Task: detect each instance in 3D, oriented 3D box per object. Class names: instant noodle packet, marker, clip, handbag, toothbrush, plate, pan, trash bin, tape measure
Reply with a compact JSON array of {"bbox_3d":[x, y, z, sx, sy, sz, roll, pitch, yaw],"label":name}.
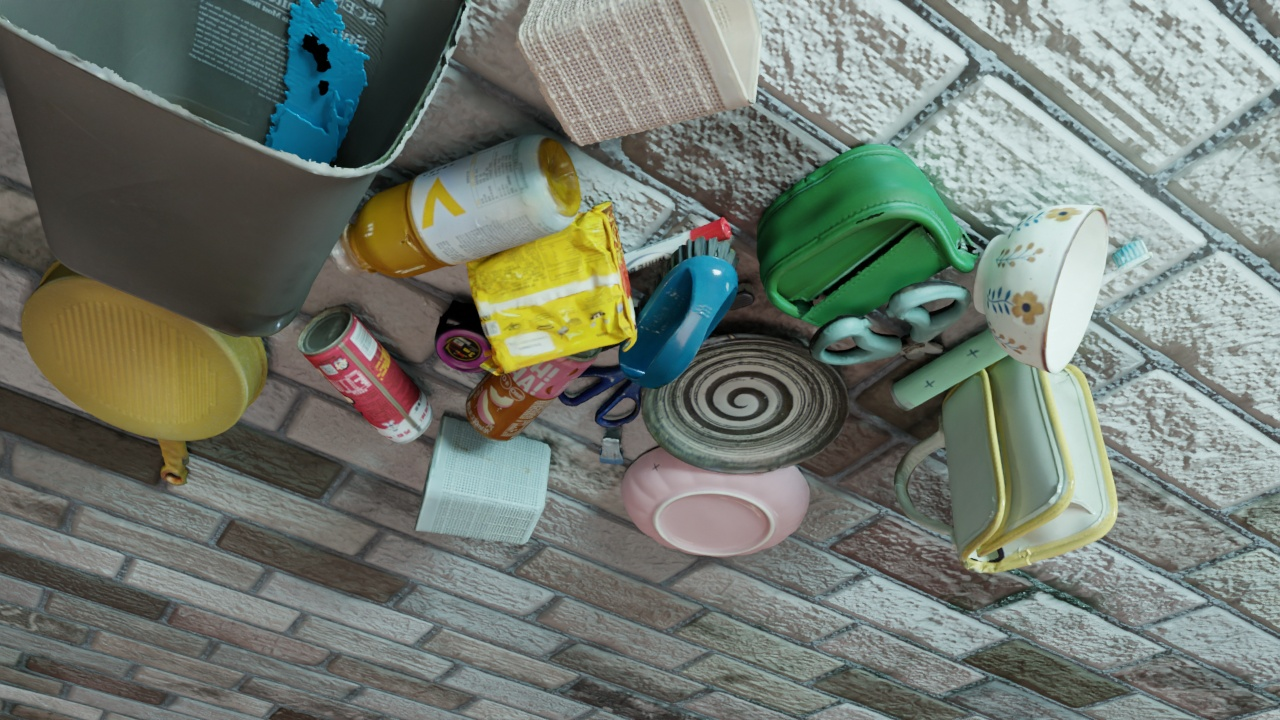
[{"bbox_3d":[-0.070,-0.052,0.681,0.129,0.044,0.111,-11,95,18],"label":"instant noodle packet"},{"bbox_3d":[0.000,-0.076,0.691,0.145,0.017,0.017,-17,134,25],"label":"marker"},{"bbox_3d":[-0.027,0.082,0.878,0.025,0.032,0.057,8,143,2],"label":"clip"},{"bbox_3d":[0.152,-0.077,0.638,0.132,0.067,0.120,-31,136,34],"label":"handbag"},{"bbox_3d":[0.268,0.085,0.728,0.063,0.163,0.179,30,135,-22],"label":"handbag"},{"bbox_3d":[0.012,-0.029,0.747,0.181,0.018,0.015,-18,130,29],"label":"toothbrush"},{"bbox_3d":[0.089,0.036,0.798,0.179,0.024,0.180,2,136,2],"label":"plate"},{"bbox_3d":[-0.454,0.034,0.865,0.197,0.078,0.358,18,132,-9],"label":"pan"},{"bbox_3d":[-0.236,-0.144,0.528,0.199,0.198,0.220,25,144,-17],"label":"trash bin"},{"bbox_3d":[0.285,-0.021,0.706,0.026,0.027,0.225,-5,155,-45],"label":"toothbrush"},{"bbox_3d":[-0.141,-0.021,0.760,0.057,0.039,0.058,19,133,-13],"label":"tape measure"},{"bbox_3d":[0.074,0.150,0.925,0.192,0.039,0.193,4,139,3],"label":"plate"}]

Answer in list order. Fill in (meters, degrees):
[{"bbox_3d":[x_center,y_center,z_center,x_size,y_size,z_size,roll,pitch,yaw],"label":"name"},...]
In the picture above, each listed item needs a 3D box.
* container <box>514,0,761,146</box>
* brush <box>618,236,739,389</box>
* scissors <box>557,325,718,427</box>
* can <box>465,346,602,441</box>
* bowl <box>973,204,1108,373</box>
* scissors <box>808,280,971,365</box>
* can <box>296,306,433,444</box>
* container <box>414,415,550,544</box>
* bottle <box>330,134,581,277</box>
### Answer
[{"bbox_3d":[0.000,-0.184,0.514,0.111,0.089,0.090,-11,136,24],"label":"container"},{"bbox_3d":[0.025,-0.025,0.682,0.055,0.073,0.144,20,139,-15],"label":"brush"},{"bbox_3d":[0.006,0.014,0.799,0.173,0.012,0.133,-11,135,18],"label":"scissors"},{"bbox_3d":[-0.093,0.013,0.776,0.058,0.057,0.148,27,135,-22],"label":"can"},{"bbox_3d":[0.268,-0.053,0.625,0.062,0.113,0.113,21,151,37],"label":"bowl"},{"bbox_3d":[0.183,-0.014,0.686,0.143,0.019,0.180,-22,161,14],"label":"scissors"},{"bbox_3d":[-0.237,0.016,0.804,0.053,0.053,0.133,-11,136,20],"label":"can"},{"bbox_3d":[-0.151,0.120,0.887,0.111,0.089,0.090,14,139,-12],"label":"container"},{"bbox_3d":[-0.135,-0.101,0.643,0.190,0.067,0.068,-14,135,23],"label":"bottle"}]
